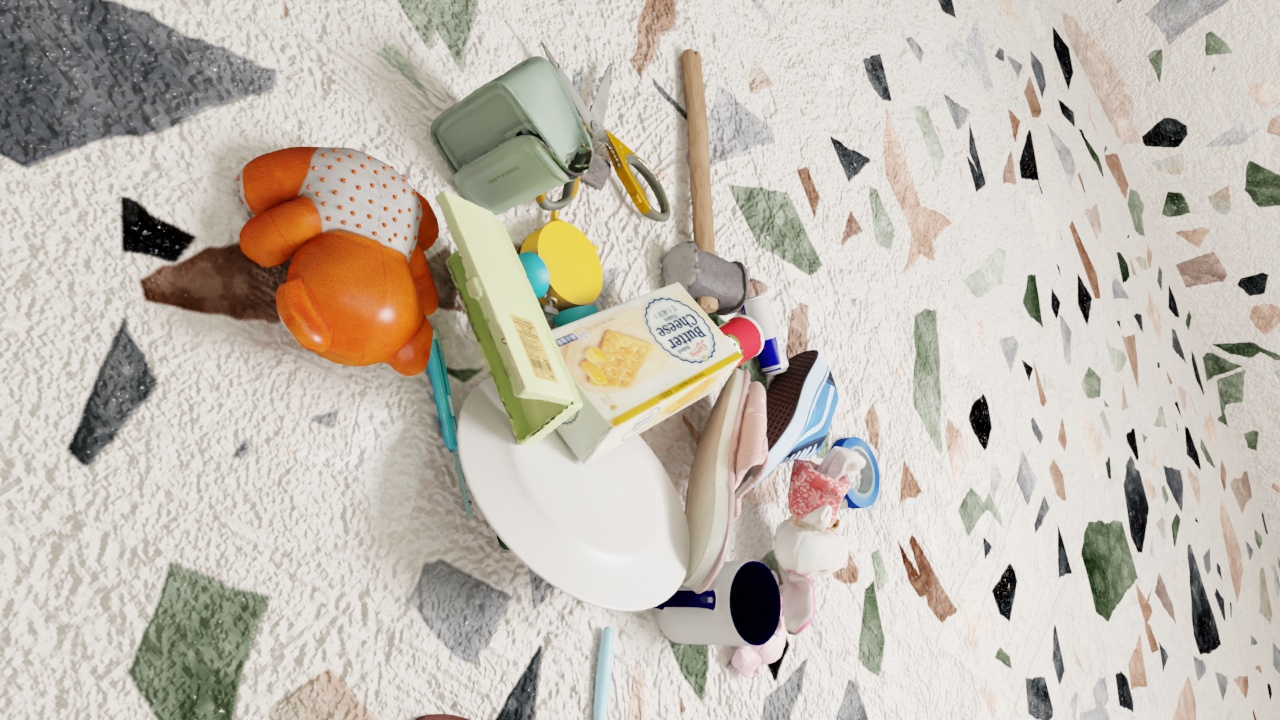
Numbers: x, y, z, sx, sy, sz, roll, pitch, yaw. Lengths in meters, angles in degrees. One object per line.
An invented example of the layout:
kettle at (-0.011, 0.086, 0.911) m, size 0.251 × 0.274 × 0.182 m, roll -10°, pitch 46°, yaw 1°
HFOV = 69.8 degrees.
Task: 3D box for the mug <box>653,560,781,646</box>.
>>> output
mug at (0.063, 0.232, 0.882) m, size 0.111 × 0.097 × 0.078 m, roll 18°, pitch 67°, yaw -42°

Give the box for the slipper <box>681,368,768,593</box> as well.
slipper at (0.087, 0.113, 0.900) m, size 0.054 × 0.114 × 0.273 m, roll 22°, pitch 42°, yaw -5°

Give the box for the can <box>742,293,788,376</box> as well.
can at (0.148, -0.030, 1.087) m, size 0.032 × 0.032 × 0.095 m, roll -19°, pitch 93°, yaw -46°

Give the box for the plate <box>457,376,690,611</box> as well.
plate at (-0.046, 0.100, 0.781) m, size 0.242 × 0.016 × 0.242 m, roll 32°, pitch 31°, yaw -22°

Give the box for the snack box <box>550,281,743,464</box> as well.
snack box at (-0.005, 0.005, 0.840) m, size 0.104 × 0.058 × 0.207 m, roll 50°, pitch 41°, yaw 13°

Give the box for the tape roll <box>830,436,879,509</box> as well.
tape roll at (0.276, 0.144, 1.181) m, size 0.092 × 0.016 × 0.091 m, roll -1°, pitch 80°, yaw -46°

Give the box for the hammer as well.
hammer at (0.068, -0.210, 1.049) m, size 0.098 × 0.052 × 0.328 m, roll 16°, pitch 65°, yaw -42°

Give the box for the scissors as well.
scissors at (-0.047, -0.213, 0.929) m, size 0.225 × 0.016 × 0.229 m, roll 54°, pitch 44°, yaw -22°

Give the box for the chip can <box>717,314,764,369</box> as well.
chip can at (0.053, 0.009, 0.965) m, size 0.214 × 0.052 × 0.052 m, roll -29°, pitch 100°, yaw -46°

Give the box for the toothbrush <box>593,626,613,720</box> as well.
toothbrush at (-0.035, 0.317, 0.819) m, size 0.022 × 0.016 × 0.154 m, roll 54°, pitch 37°, yaw -67°

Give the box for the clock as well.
clock at (-0.077, -0.078, 0.865) m, size 0.099 × 0.044 × 0.129 m, roll 40°, pitch 46°, yaw -31°

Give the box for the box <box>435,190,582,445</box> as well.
box at (-0.105, -0.036, 0.732) m, size 0.066 × 0.128 × 0.188 m, roll -21°, pitch 67°, yaw -12°

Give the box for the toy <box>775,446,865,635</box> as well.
toy at (0.189, 0.185, 0.993) m, size 0.159 × 0.084 × 0.194 m, roll -7°, pitch 112°, yaw -78°

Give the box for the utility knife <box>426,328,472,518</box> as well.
utility knife at (-0.159, 0.053, 0.765) m, size 0.022 × 0.015 × 0.162 m, roll -15°, pitch 92°, yaw -72°

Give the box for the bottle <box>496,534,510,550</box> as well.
bottle at (-0.058, 0.140, 0.810) m, size 0.131 × 0.061 × 0.061 m, roll 15°, pitch 66°, yaw -42°

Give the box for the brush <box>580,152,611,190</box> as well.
brush at (-0.086, -0.215, 0.911) m, size 0.151 × 0.012 × 0.038 m, roll 27°, pitch 60°, yaw -40°

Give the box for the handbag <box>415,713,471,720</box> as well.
handbag at (-0.115, 0.278, 0.671) m, size 0.055 × 0.120 × 0.029 m, roll 22°, pitch 64°, yaw -40°

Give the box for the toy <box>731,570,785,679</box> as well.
toy at (0.132, 0.283, 0.978) m, size 0.063 × 0.047 × 0.109 m, roll 60°, pitch 39°, yaw -32°

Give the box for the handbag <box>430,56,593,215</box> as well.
handbag at (-0.113, -0.190, 0.798) m, size 0.067 × 0.122 × 0.106 m, roll -46°, pitch 112°, yaw -42°

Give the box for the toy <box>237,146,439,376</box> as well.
toy at (-0.217, -0.071, 0.692) m, size 0.163 × 0.093 × 0.172 m, roll 18°, pitch 55°, yaw -45°

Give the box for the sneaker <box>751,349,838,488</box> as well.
sneaker at (0.174, 0.089, 1.047) m, size 0.098 × 0.084 × 0.240 m, roll 58°, pitch 43°, yaw -16°
